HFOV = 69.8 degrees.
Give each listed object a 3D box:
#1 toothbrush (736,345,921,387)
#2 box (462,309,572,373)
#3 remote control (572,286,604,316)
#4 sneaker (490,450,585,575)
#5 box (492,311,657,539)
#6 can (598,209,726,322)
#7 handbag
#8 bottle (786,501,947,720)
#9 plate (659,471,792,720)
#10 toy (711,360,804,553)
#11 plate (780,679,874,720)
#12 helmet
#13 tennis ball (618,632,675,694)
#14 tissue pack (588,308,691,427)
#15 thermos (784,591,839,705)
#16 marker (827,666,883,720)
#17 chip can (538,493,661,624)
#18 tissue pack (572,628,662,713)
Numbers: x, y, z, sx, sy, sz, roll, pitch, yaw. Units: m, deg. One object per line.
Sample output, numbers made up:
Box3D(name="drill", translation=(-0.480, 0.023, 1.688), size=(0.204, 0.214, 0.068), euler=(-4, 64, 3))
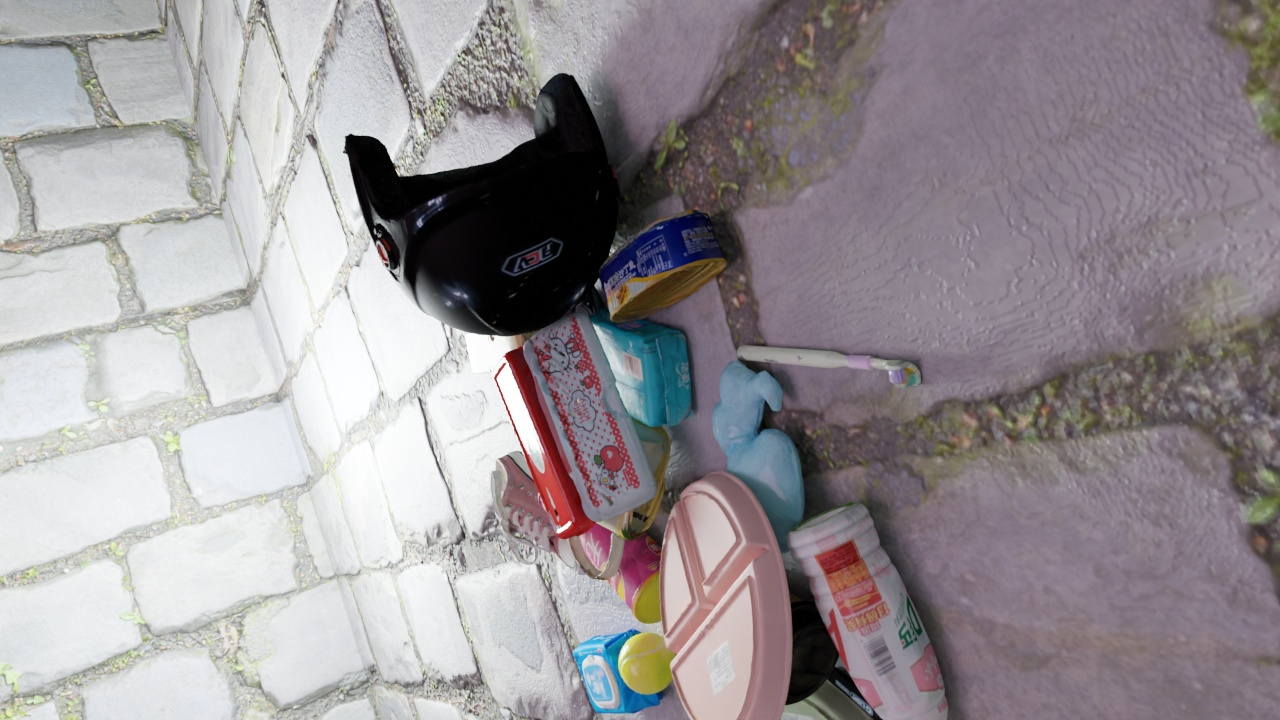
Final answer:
Box3D(name="toothbrush", translation=(0.135, 0.001, 0.709), size=(0.190, 0.029, 0.020), euler=(10, 70, 58))
Box3D(name="box", translation=(-0.135, -0.024, 1.065), size=(0.185, 0.089, 0.063), euler=(-9, 95, 57))
Box3D(name="remote control", translation=(-0.049, -0.026, 0.986), size=(0.053, 0.024, 0.136), euler=(7, 109, 58))
Box3D(name="sneaker", translation=(-0.139, 0.199, 1.173), size=(0.241, 0.087, 0.118), euler=(39, 135, 45))
Box3D(name="box", translation=(-0.074, 0.069, 0.917), size=(0.161, 0.063, 0.201), euler=(-34, 74, 41))
Box3D(name="can", translation=(0.016, -0.080, 0.809), size=(0.148, 0.074, 0.049), euler=(-32, 73, 57))
Box3D(name="handbag", translation=(-0.046, 0.136, 0.975), size=(0.163, 0.063, 0.179), euler=(17, 102, 46))
Box3D(name="bottle", translation=(0.181, 0.208, 0.693), size=(0.068, 0.068, 0.197), euler=(-36, 77, 58))
Box3D(name="plate", translation=(0.061, 0.208, 0.769), size=(0.230, 0.028, 0.229), euler=(180, 90, -70))
Box3D(name="toy", translation=(0.100, 0.091, 0.778), size=(0.156, 0.049, 0.162), euler=(58, 144, 42))
Box3D(name="plate", translation=(0.167, 0.390, 0.834), size=(0.230, 0.027, 0.230), euler=(30, 128, 48))
Box3D(name="helmet", translation=(-0.134, -0.133, 0.870), size=(0.275, 0.233, 0.230), euler=(-138, 29, -65))
Box3D(name="tennis ball", translation=(0.008, 0.338, 1.026), size=(0.065, 0.065, 0.065), euler=(32, 130, 48))
Box3D(name="tissue pack", translation=(-0.005, 0.005, 0.905), size=(0.133, 0.050, 0.093), euler=(23, 124, 53))
Box3D(name="thermos", translation=(0.106, 0.232, 0.804), size=(0.143, 0.093, 0.093), euler=(28, 127, 59))
Box3D(name="marker", translation=(0.195, 0.288, 0.752), size=(0.124, 0.015, 0.018), euler=(30, 124, 51))
Box3D(name="chip can", translation=(-0.035, 0.198, 1.023), size=(0.210, 0.071, 0.071), euler=(38, 135, 44))
Box3D(name="tissue pack", translation=(-0.029, 0.382, 1.119), size=(0.157, 0.052, 0.095), euler=(-38, 72, 57))
